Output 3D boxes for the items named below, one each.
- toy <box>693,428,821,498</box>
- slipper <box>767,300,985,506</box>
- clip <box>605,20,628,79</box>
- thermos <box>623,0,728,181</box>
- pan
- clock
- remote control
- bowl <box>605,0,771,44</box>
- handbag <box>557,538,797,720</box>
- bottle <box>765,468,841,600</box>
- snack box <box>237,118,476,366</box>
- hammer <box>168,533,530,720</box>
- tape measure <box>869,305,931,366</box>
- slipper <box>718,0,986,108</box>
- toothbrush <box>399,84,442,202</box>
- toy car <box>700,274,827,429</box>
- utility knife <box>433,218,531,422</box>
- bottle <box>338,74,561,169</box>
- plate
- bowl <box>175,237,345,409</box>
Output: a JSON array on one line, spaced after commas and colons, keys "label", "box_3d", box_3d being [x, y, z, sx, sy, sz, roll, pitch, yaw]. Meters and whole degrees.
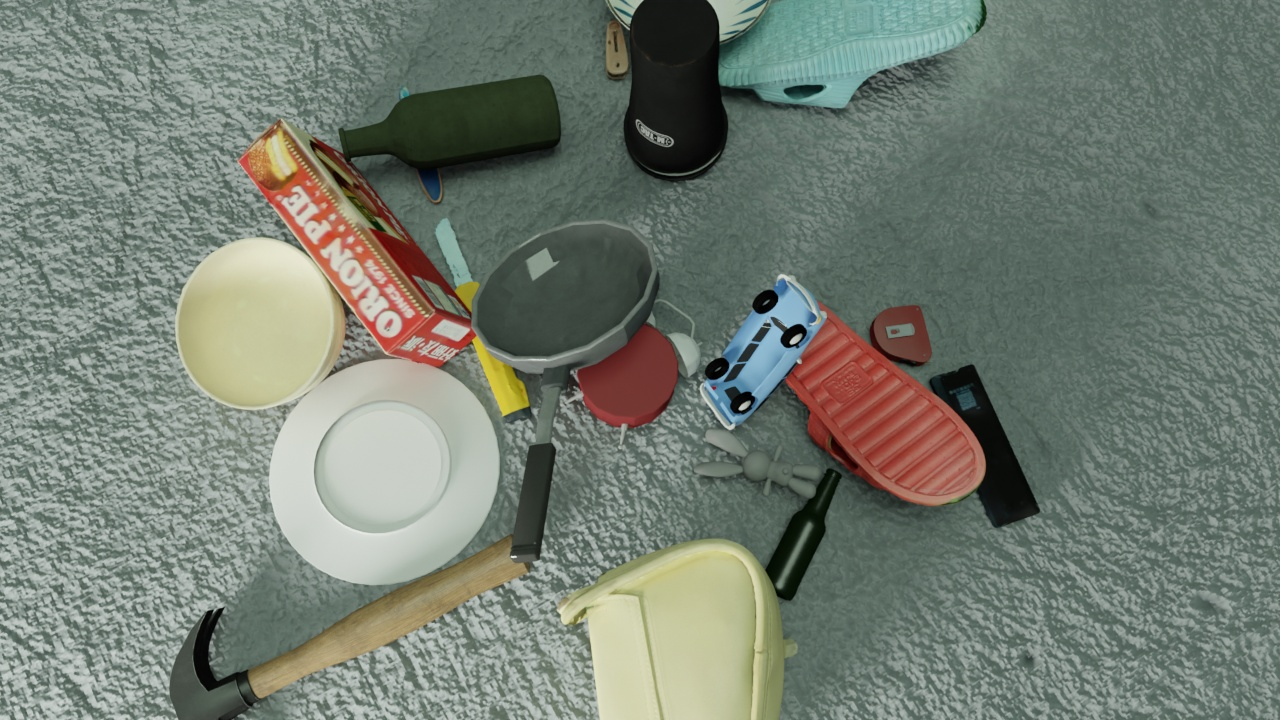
[{"label": "toy", "box_3d": [0.106, 0.096, 0.829, 0.112, 0.030, 0.049, 15, 73, 15]}, {"label": "slipper", "box_3d": [0.201, 0.042, 0.841, 0.103, 0.059, 0.249, -38, 63, -11]}, {"label": "clip", "box_3d": [-0.025, -0.325, 0.956, 0.025, 0.049, 0.061, 0, 46, -2]}, {"label": "thermos", "box_3d": [0.032, -0.249, 0.842, 0.106, 0.219, 0.105, 0, 81, 3]}, {"label": "pan", "box_3d": [-0.071, 0.012, 0.780, 0.179, 0.041, 0.356, -9, 47, 15]}, {"label": "clock", "box_3d": [-0.005, 0.005, 0.850, 0.096, 0.048, 0.137, 36, 76, 8]}, {"label": "remote control", "box_3d": [0.320, 0.077, 0.852, 0.047, 0.022, 0.150, -18, 75, -7]}, {"label": "bowl", "box_3d": [0.047, -0.376, 0.950, 0.177, 0.071, 0.177, 0, 71, 0]}, {"label": "handbag", "box_3d": [0.034, 0.269, 0.751, 0.191, 0.088, 0.232, -10, 76, 12]}, {"label": "bottle", "box_3d": [0.147, 0.153, 0.820, 0.033, 0.033, 0.122, 29, 74, 7]}, {"label": "snack box", "box_3d": [-0.252, -0.104, 0.837, 0.060, 0.113, 0.236, -41, 78, 6]}, {"label": "hammer", "box_3d": [-0.242, 0.227, 0.783, 0.305, 0.040, 0.132, -25, 82, -8]}, {"label": "tape measure", "box_3d": [0.249, -0.022, 0.880, 0.051, 0.019, 0.059, -8, 74, -4]}, {"label": "slipper", "box_3d": [0.207, -0.322, 0.940, 0.276, 0.069, 0.115, -5, 62, 16]}, {"label": "toothbrush", "box_3d": [-0.223, -0.220, 0.926, 0.021, 0.017, 0.135, -17, 75, -9]}, {"label": "toy car", "box_3d": [0.110, -0.007, 0.817, 0.054, 0.154, 0.056, -5, 49, -42]}, {"label": "utility knife", "box_3d": [-0.153, -0.041, 0.875, 0.030, 0.019, 0.217, -21, 80, -13]}, {"label": "bottle", "box_3d": [-0.184, -0.226, 0.889, 0.206, 0.072, 0.071, -13, 74, -12]}, {"label": "plate", "box_3d": [-0.233, 0.097, 0.834, 0.208, 0.015, 0.208, 0, 74, -1]}, {"label": "bowl", "box_3d": [-0.330, -0.030, 0.830, 0.151, 0.075, 0.150, -1, 86, 9]}]
